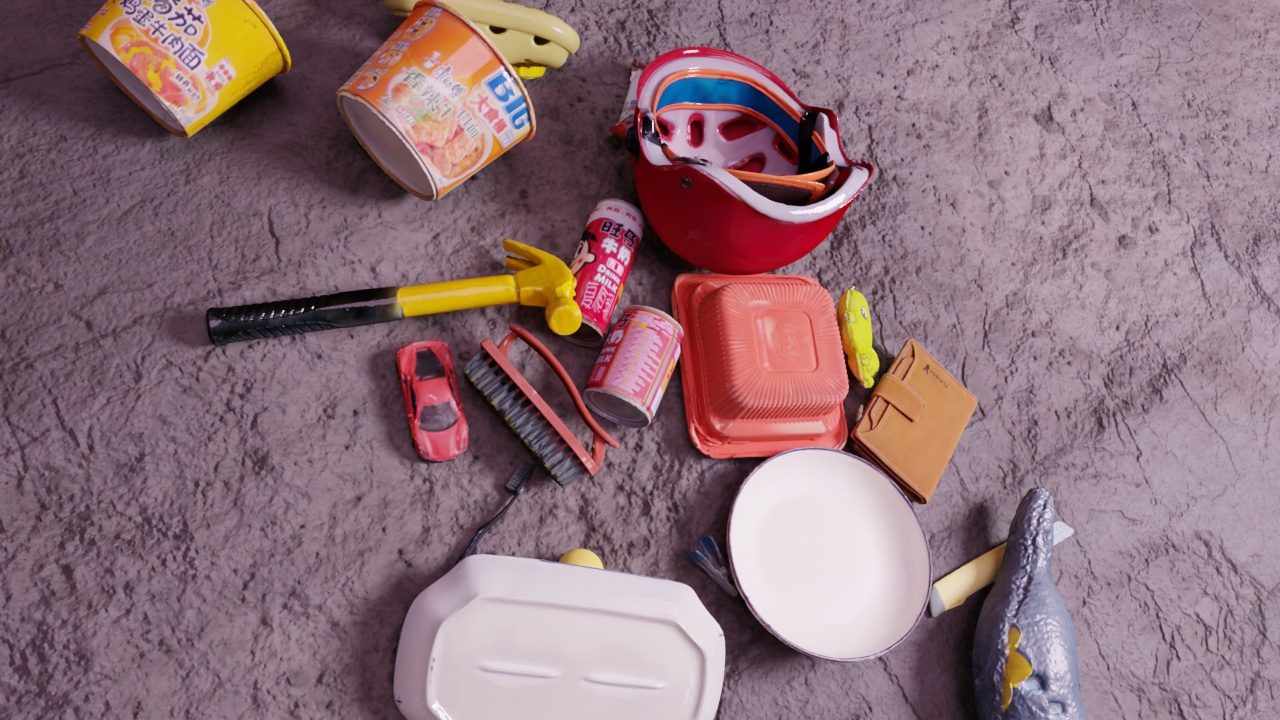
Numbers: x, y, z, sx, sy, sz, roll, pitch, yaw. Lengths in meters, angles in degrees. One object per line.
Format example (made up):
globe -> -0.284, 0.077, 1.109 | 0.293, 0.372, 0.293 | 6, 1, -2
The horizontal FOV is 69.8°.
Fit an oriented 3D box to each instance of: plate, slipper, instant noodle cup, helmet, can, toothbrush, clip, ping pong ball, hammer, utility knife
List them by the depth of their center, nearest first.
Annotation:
plate -> -0.056, 0.244, 0.718 | 0.265, 0.034, 0.162 | 12, 85, -12
toothbrush -> -0.144, 0.158, 0.756 | 0.016, 0.014, 0.189 | 36, 66, -1
ping pong ball -> -0.051, 0.177, 0.762 | 0.040, 0.040, 0.040 | 5, 70, -15
instant noodle cup -> -0.384, -0.263, 0.767 | 0.138, 0.138, 0.109 | 40, 73, -1
hammer -> -0.204, -0.049, 0.775 | 0.300, 0.033, 0.128 | -9, 36, -11
clip -> 0.067, 0.184, 0.806 | 0.058, 0.027, 0.043 | 49, 58, -1
instant noodle cup -> -0.184, -0.220, 0.807 | 0.151, 0.151, 0.111 | 43, 73, 1
plate -> 0.163, 0.172, 0.817 | 0.192, 0.039, 0.192 | 6, 62, -12
can -> -0.005, 0.005, 0.821 | 0.066, 0.067, 0.093 | 27, 66, -7
can -> -0.038, -0.082, 0.849 | 0.053, 0.053, 0.132 | 23, 67, -9
instant noodle cup -> 0.120, -0.004, 0.857 | 0.164, 0.079, 0.188 | -2, 73, -18
helmet -> 0.082, -0.176, 0.873 | 0.206, 0.144, 0.239 | -8, 51, -23
slipper -> -0.156, -0.311, 0.886 | 0.190, 0.091, 0.082 | 8, 109, -24
utility knife -> 0.352, 0.197, 0.891 | 0.190, 0.020, 0.031 | -21, 84, -16

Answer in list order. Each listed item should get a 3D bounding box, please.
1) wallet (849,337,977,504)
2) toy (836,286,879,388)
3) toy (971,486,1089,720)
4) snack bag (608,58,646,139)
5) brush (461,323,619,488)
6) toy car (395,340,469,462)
wallet -> 0.264, 0.055, 0.903 | 0.119, 0.035, 0.130 | 43, 65, -14
toy -> 0.210, -0.023, 0.890 | 0.031, 0.096, 0.100 | -9, 99, 19
toy -> 0.360, 0.291, 0.824 | 0.137, 0.092, 0.355 | 5, 72, -28
snack bag -> -0.001, -0.260, 0.937 | 0.048, 0.026, 0.104 | 28, 66, -20
brush -> -0.084, 0.039, 0.787 | 0.069, 0.063, 0.146 | -41, 88, -11
toy car -> -0.176, 0.034, 0.780 | 0.049, 0.031, 0.106 | -10, 77, -19
